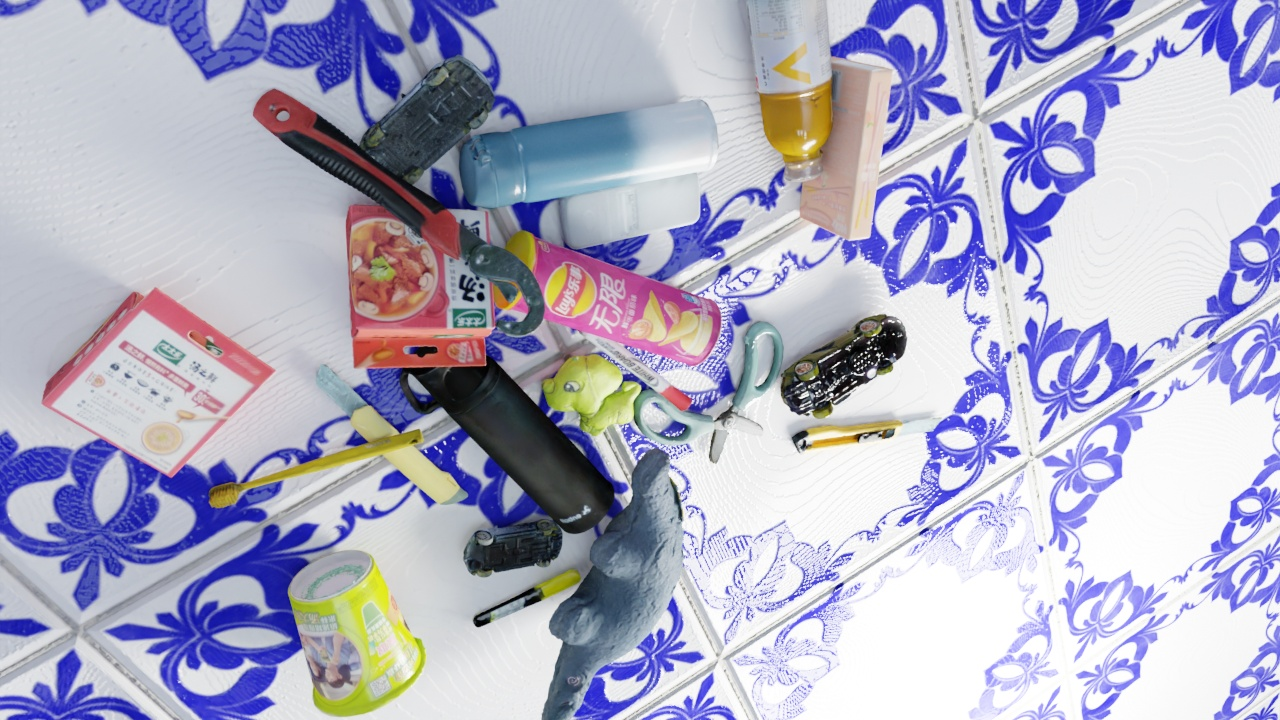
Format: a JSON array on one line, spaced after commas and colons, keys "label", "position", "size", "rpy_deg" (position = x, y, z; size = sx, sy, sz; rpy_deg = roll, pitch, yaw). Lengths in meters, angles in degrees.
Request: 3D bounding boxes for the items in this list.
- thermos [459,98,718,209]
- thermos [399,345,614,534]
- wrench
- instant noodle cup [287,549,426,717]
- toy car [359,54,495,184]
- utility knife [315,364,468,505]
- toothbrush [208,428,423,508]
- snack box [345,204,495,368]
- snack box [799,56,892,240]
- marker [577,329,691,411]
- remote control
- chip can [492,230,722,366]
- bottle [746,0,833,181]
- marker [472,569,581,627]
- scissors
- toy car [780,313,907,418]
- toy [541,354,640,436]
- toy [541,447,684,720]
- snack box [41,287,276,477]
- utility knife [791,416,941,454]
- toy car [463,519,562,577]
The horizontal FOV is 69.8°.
[{"label": "thermos", "position": [-0.044, -0.176, 0.786], "size": [0.220, 0.070, 0.070], "rpy_deg": [-14, 119, -17]}, {"label": "thermos", "position": [-0.127, 0.073, 0.875], "size": [0.090, 0.068, 0.242], "rpy_deg": [-23, 125, 24]}, {"label": "wrench", "position": [-0.183, -0.117, 0.727], "size": [0.273, 0.016, 0.056], "rpy_deg": [40, 74, -14]}, {"label": "instant noodle cup", "position": [-0.273, 0.250, 0.868], "size": [0.111, 0.112, 0.123], "rpy_deg": [-18, 113, -16]}, {"label": "toy car", "position": [-0.171, -0.191, 0.736], "size": [0.121, 0.036, 0.054], "rpy_deg": [-40, 125, 10]}, {"label": "utility knife", "position": [-0.230, 0.076, 0.849], "size": [0.031, 0.021, 0.204], "rpy_deg": [-41, 130, -6]}, {"label": "toothbrush", "position": [-0.289, 0.096, 0.822], "size": [0.190, 0.016, 0.016], "rpy_deg": [-16, 124, -11]}, {"label": "snack box", "position": [-0.180, -0.060, 0.755], "size": [0.113, 0.044, 0.127], "rpy_deg": [-2, 82, -25]}, {"label": "snack box", "position": [0.191, -0.201, 0.868], "size": [0.026, 0.084, 0.157], "rpy_deg": [-11, 119, -23]}, {"label": "marker", "position": [-0.005, 0.005, 0.907], "size": [0.145, 0.017, 0.017], "rpy_deg": [38, 95, -25]}, {"label": "remote control", "position": [-0.009, -0.141, 0.843], "size": [0.135, 0.020, 0.056], "rpy_deg": [-15, 121, -18]}, {"label": "chip can", "position": [-0.027, -0.053, 0.847], "size": [0.210, 0.071, 0.071], "rpy_deg": [17, 106, -31]}, {"label": "bottle", "position": [0.138, -0.256, 0.825], "size": [0.068, 0.068, 0.190], "rpy_deg": [-21, 121, -15]}, {"label": "marker", "position": [-0.123, 0.257, 0.991], "size": [0.124, 0.015, 0.018], "rpy_deg": [-23, 120, -9]}, {"label": "scissors", "position": [0.074, 0.033, 0.969], "size": [0.169, 0.019, 0.171], "rpy_deg": [7, 112, -28]}, {"label": "toy car", "position": [0.225, 0.005, 1.009], "size": [0.158, 0.042, 0.070], "rpy_deg": [-31, 123, -8]}, {"label": "toy", "position": [-0.046, 0.031, 0.904], "size": [0.096, 0.031, 0.100], "rpy_deg": [-22, 126, -14]}, {"label": "toy", "position": [-0.020, 0.239, 0.970], "size": [0.137, 0.091, 0.357], "rpy_deg": [-7, 124, -57]}, {"label": "snack box", "position": [-0.380, 0.012, 0.732], "size": [0.127, 0.044, 0.113], "rpy_deg": [-44, 123, 2]}, {"label": "utility knife", "position": [0.273, 0.086, 1.087], "size": [0.215, 0.015, 0.033], "rpy_deg": [-6, 119, -23]}, {"label": "toy car", "position": [-0.132, 0.190, 0.942], "size": [0.105, 0.031, 0.049], "rpy_deg": [-5, 115, -24]}]
